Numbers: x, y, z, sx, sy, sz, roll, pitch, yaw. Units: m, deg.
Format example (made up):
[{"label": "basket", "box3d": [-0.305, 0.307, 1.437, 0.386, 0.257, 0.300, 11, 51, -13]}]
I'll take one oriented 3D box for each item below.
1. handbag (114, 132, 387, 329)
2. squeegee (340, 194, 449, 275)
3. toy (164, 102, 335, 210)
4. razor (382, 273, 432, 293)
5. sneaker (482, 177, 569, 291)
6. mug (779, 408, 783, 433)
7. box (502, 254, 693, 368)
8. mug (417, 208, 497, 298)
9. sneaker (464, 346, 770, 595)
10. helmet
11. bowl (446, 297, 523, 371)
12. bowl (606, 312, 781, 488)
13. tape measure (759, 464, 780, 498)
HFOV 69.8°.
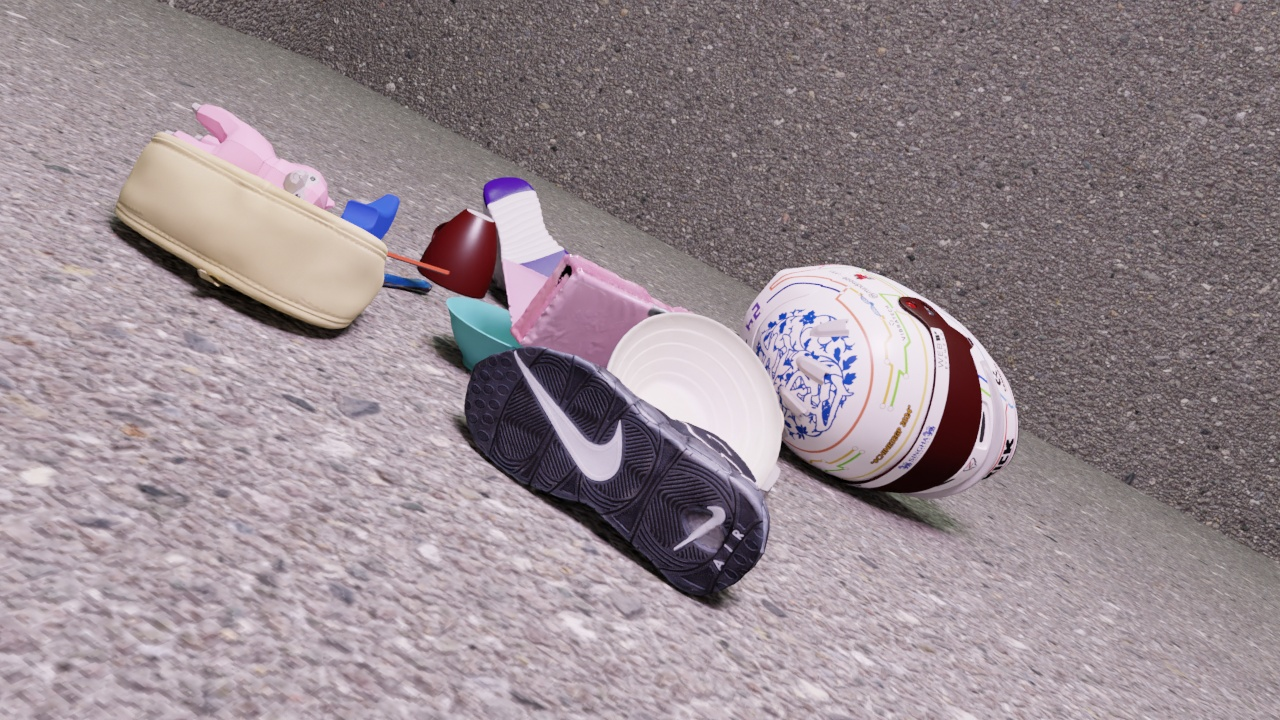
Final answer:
[{"label": "handbag", "box3d": [-0.324, -0.103, 0.769, 0.233, 0.088, 0.191, 26, -3, 0]}, {"label": "squeegee", "box3d": [-0.313, -0.153, 1.035, 0.249, 0.055, 0.184, 18, 27, -1]}, {"label": "toy", "box3d": [-0.375, -0.175, 0.888, 0.157, 0.067, 0.124, 33, -28, -8]}, {"label": "razor", "box3d": [-0.266, -0.085, 0.941, 0.044, 0.018, 0.140, 37, 12, 29]}, {"label": "sneaker", "box3d": [-0.146, -0.113, 1.166, 0.091, 0.111, 0.244, -11, 57, -24]}, {"label": "mug", "box3d": [0.086, 0.054, 0.973, 0.104, 0.085, 0.112, 31, -22, -34]}, {"label": "box", "box3d": [-0.019, -0.041, 0.863, 0.232, 0.099, 0.112, 21, 27, -41]}, {"label": "mug", "box3d": [-0.217, -0.139, 1.103, 0.087, 0.088, 0.114, 13, 18, -48]}, {"label": "sneaker", "box3d": [-0.004, 0.067, 0.686, 0.252, 0.097, 0.150, 32, 8, 19]}, {"label": "helmet", "box3d": [0.256, 0.025, 1.064, 0.235, 0.231, 0.314, 2, 35, -38]}, {"label": "bowl", "box3d": [-0.129, -0.010, 0.841, 0.121, 0.046, 0.121, 25, 12, -6]}, {"label": "bowl", "box3d": [0.036, 0.049, 0.806, 0.176, 0.176, 0.058, 22, -28, -20]}, {"label": "tape measure", "box3d": [0.100, 0.103, 0.869, 0.062, 0.020, 0.060, 28, 30, 4]}]
